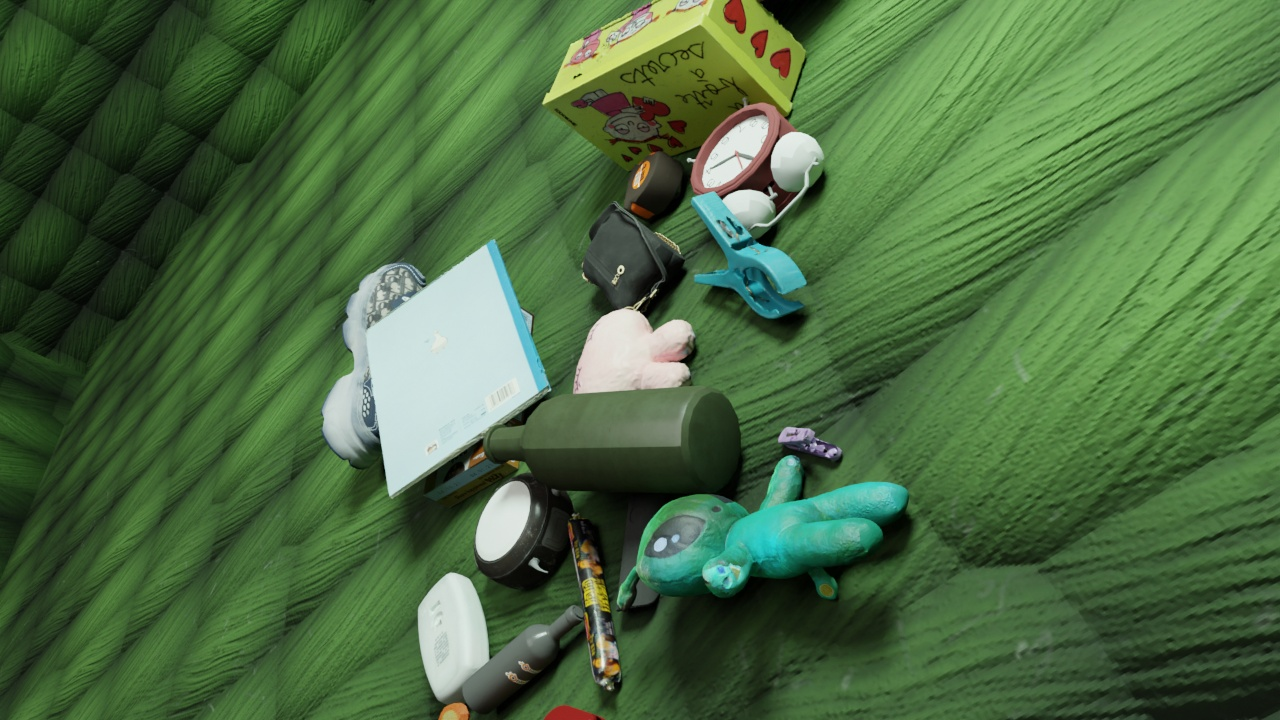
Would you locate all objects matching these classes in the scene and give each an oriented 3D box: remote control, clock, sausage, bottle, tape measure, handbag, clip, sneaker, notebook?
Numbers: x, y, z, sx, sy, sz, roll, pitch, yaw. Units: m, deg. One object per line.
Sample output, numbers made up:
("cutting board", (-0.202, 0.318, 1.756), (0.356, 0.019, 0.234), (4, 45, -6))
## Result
("remote control", (-0.152, 0.225, 0.744), (0.060, 0.028, 0.114), (-50, 34, 10))
("clock", (0.092, -0.151, 0.731), (0.096, 0.048, 0.137), (-46, 34, 16))
("sausage", (-0.033, 0.167, 0.652), (0.020, 0.020, 0.155), (-42, 37, 21))
("bottle", (-0.031, 0.058, 0.657), (0.207, 0.071, 0.071), (-5, 58, 38))
("tape measure", (-0.051, 0.258, 0.601), (0.051, 0.019, 0.058), (-7, 57, 48))
("bottle", (-0.082, 0.214, 0.666), (0.113, 0.030, 0.030), (-43, 36, 19))
("handbag", (-0.015, -0.087, 0.809), (0.079, 0.054, 0.128), (-55, 36, 10))
("clock", (-0.101, 0.135, 0.740), (0.123, 0.043, 0.091), (-12, 54, 46))
("clip", (0.077, -0.078, 0.671), (0.027, 0.103, 0.120), (-23, 41, -20))
("sneaker", (-0.263, -0.011, 1.038), (0.133, 0.103, 0.268), (-17, 49, 24))
("remote control", (0.003, 0.109, 0.659), (0.033, 0.015, 0.146), (-24, 45, 38))
("tape measure", (0.015, -0.163, 0.849), (0.059, 0.038, 0.058), (-38, 35, 48))
("notebook", (-0.190, -0.003, 0.908), (0.181, 0.009, 0.253), (-34, 43, 8))
("clip", (0.108, 0.053, 0.576), (0.014, 0.045, 0.051), (-62, -8, -9))

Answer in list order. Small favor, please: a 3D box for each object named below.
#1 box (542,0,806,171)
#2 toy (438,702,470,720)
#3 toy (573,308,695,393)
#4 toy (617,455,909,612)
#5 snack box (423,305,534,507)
("box", (0.027, -0.256, 0.835), (0.221, 0.124, 0.079), (-1, 62, 49))
("toy", (-0.112, 0.296, 0.592), (0.176, 0.096, 0.112), (5, 70, 65))
("toy", (-0.004, 0.004, 0.727), (0.105, 0.053, 0.108), (-8, 54, 30))
("toy", (0.063, 0.111, 0.542), (0.194, 0.072, 0.130), (-18, 11, 39))
("snack box", (-0.156, 0.040, 0.898), (0.101, 0.031, 0.185), (-31, 42, 33))
